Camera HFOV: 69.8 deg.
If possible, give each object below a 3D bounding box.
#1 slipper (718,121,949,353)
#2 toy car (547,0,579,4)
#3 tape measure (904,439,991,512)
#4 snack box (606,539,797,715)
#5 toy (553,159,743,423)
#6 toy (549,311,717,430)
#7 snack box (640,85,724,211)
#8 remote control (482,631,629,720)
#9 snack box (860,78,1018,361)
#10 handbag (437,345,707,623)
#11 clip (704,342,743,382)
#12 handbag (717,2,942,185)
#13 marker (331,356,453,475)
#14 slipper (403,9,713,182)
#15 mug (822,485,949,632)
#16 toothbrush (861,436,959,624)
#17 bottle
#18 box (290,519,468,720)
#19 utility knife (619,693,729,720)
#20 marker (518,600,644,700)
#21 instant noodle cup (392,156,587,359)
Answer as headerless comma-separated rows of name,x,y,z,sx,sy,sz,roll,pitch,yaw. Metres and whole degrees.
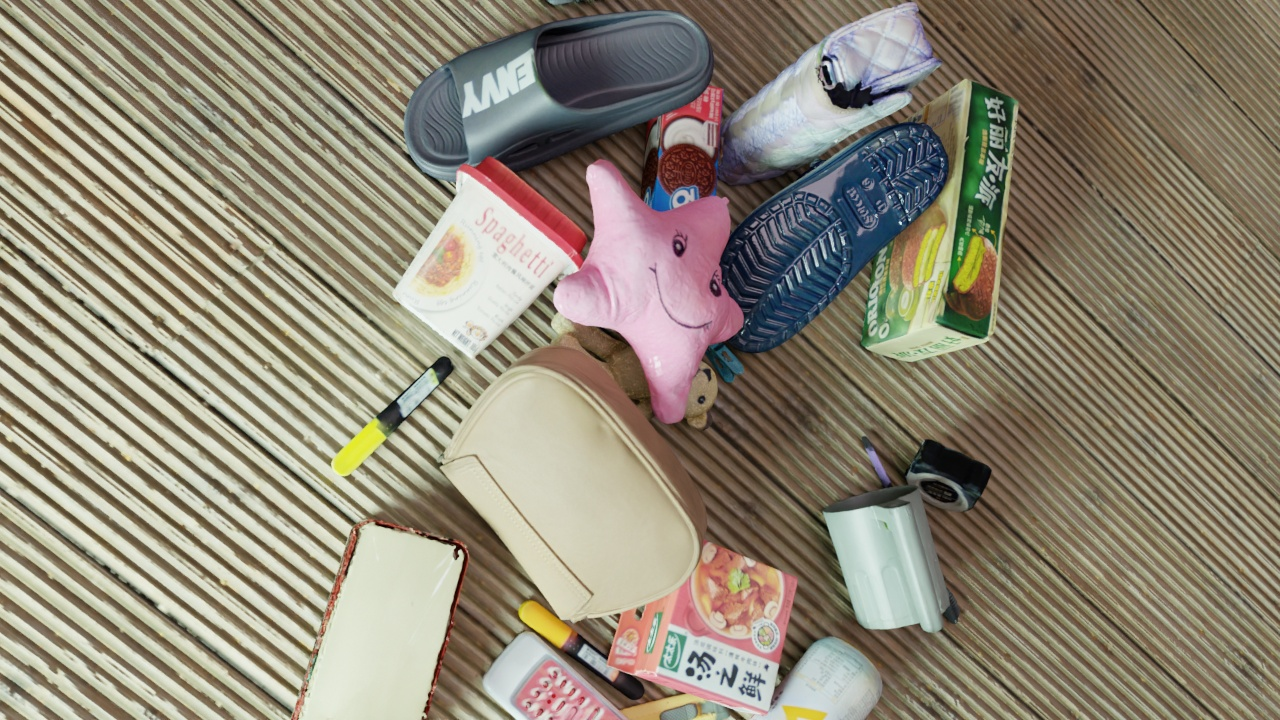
slipper,0.154,-0.116,0.808,0.253,0.095,0.105,-41,101,0
toy car,-0.041,-0.342,0.814,0.105,0.049,0.031,-25,86,-21
tape measure,0.275,0.106,0.828,0.066,0.066,0.033,28,66,16
snack box,0.052,0.209,0.736,0.127,0.044,0.113,23,67,-15
toy,0.016,-0.069,0.693,0.194,0.075,0.178,49,61,-31
toy,-0.004,0.004,0.750,0.157,0.066,0.105,22,56,-22
snack box,0.033,-0.137,0.795,0.058,0.057,0.207,8,78,-15
remote control,-0.056,0.268,0.697,0.136,0.020,0.055,43,69,1
snack box,0.275,-0.125,0.846,0.063,0.115,0.239,16,75,-17
handbag,-0.047,0.093,0.695,0.148,0.099,0.204,-36,95,15
clip,0.067,-0.006,0.802,0.013,0.038,0.055,-35,82,-23
handbag,0.153,-0.217,0.778,0.134,0.194,0.075,-26,91,-22
marker,-0.189,0.041,0.708,0.018,0.015,0.123,45,66,-7
slipper,-0.067,-0.232,0.741,0.268,0.083,0.110,-19,78,-6
mug,0.211,0.166,0.765,0.083,0.124,0.103,-15,87,-3
toothbrush,0.247,0.153,0.837,0.016,0.014,0.189,-25,88,-29
bottle,0.116,0.308,0.732,0.189,0.068,0.068,-43,95,-21
box,-0.184,0.200,0.643,0.091,0.079,0.168,18,74,-16
utility knife,0.001,0.289,0.727,0.151,0.018,0.031,-9,77,-16
marker,-0.046,0.229,0.721,0.124,0.015,0.018,40,67,-11
instant noodle cup,-0.120,-0.073,0.707,0.116,0.117,0.124,40,82,-8
